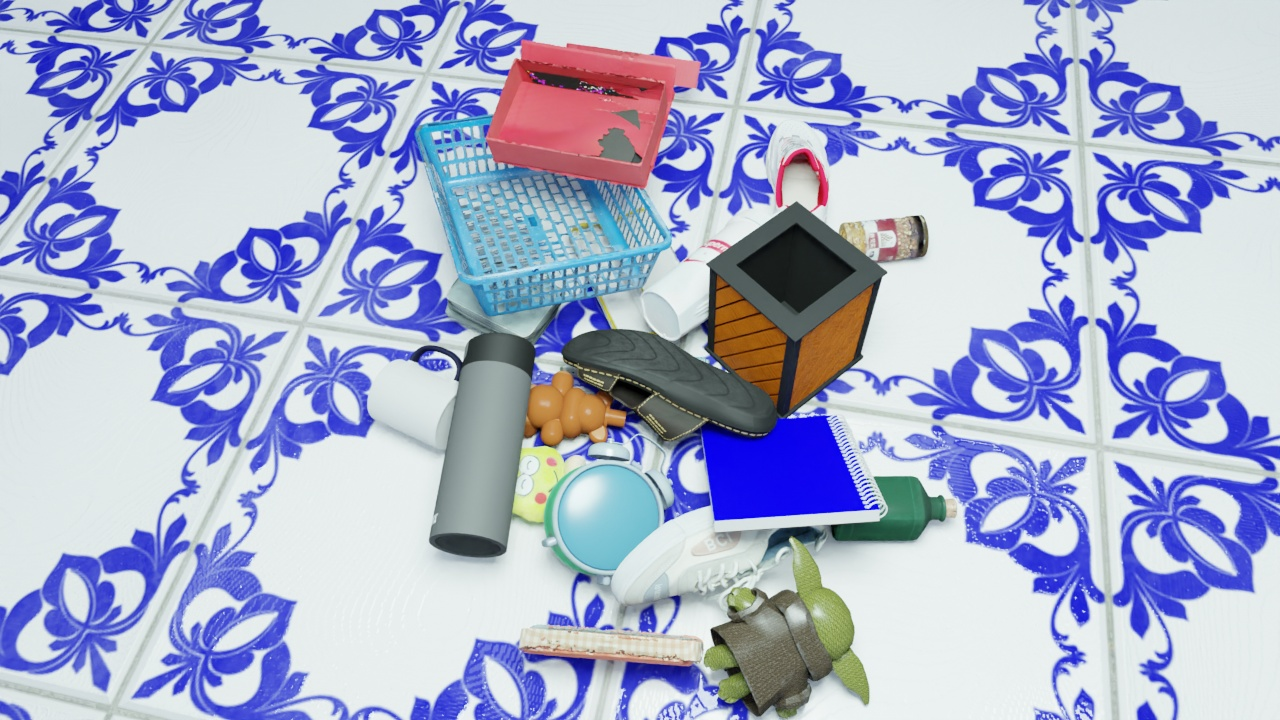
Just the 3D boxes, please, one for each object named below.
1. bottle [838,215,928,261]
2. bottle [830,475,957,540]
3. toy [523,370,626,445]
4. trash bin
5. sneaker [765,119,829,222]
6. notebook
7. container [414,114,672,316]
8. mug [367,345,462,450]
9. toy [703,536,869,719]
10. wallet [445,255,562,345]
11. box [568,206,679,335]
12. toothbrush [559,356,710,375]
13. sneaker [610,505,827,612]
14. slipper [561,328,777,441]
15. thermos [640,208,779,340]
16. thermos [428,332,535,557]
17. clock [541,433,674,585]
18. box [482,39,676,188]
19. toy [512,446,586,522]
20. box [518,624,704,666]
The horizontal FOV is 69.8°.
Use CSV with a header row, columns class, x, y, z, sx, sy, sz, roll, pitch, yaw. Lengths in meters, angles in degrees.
class,x,y,z,sx,sy,sz,roll,pitch,yaw
bottle,0.318,-0.159,1.206,0.105,0.056,0.056,-5,57,0
bottle,0.276,0.161,0.998,0.131,0.061,0.061,-1,55,3
toy,-0.082,0.062,1.094,0.127,0.065,0.094,9,66,-1
trash bin,0.175,-0.055,1.078,0.139,0.172,0.139,-36,62,-18
sneaker,0.217,-0.262,1.250,0.090,0.104,0.236,4,57,6
notebook,0.157,0.117,0.993,0.171,0.022,0.208,-4,23,2
container,-0.136,-0.200,1.193,0.257,0.089,0.361,-12,45,-14
mug,-0.254,0.037,1.092,0.097,0.078,0.112,22,89,17
toy,0.140,0.282,0.913,0.152,0.078,0.179,-25,90,-14
wallet,-0.175,-0.075,1.184,0.132,0.054,0.100,25,61,16
box,-0.007,-0.117,1.215,0.129,0.036,0.209,-18,57,-13
toothbrush,-0.007,0.007,1.144,0.189,0.016,0.017,-2,47,2
sneaker,0.089,0.205,0.954,0.241,0.090,0.090,-21,50,-22
slipper,0.030,0.036,1.082,0.268,0.076,0.112,22,34,14
thermos,0.103,-0.110,1.152,0.099,0.099,0.219,38,59,24
thermos,-0.172,0.090,1.018,0.082,0.082,0.240,2,61,5
clock,-0.030,0.155,0.996,0.122,0.075,0.161,36,72,-6
box,-0.078,-0.308,1.161,0.215,0.153,0.164,12,25,8
toy,-0.098,0.143,1.044,0.115,0.046,0.092,10,60,0
box,-0.028,0.289,0.931,0.187,0.083,0.042,4,69,4
